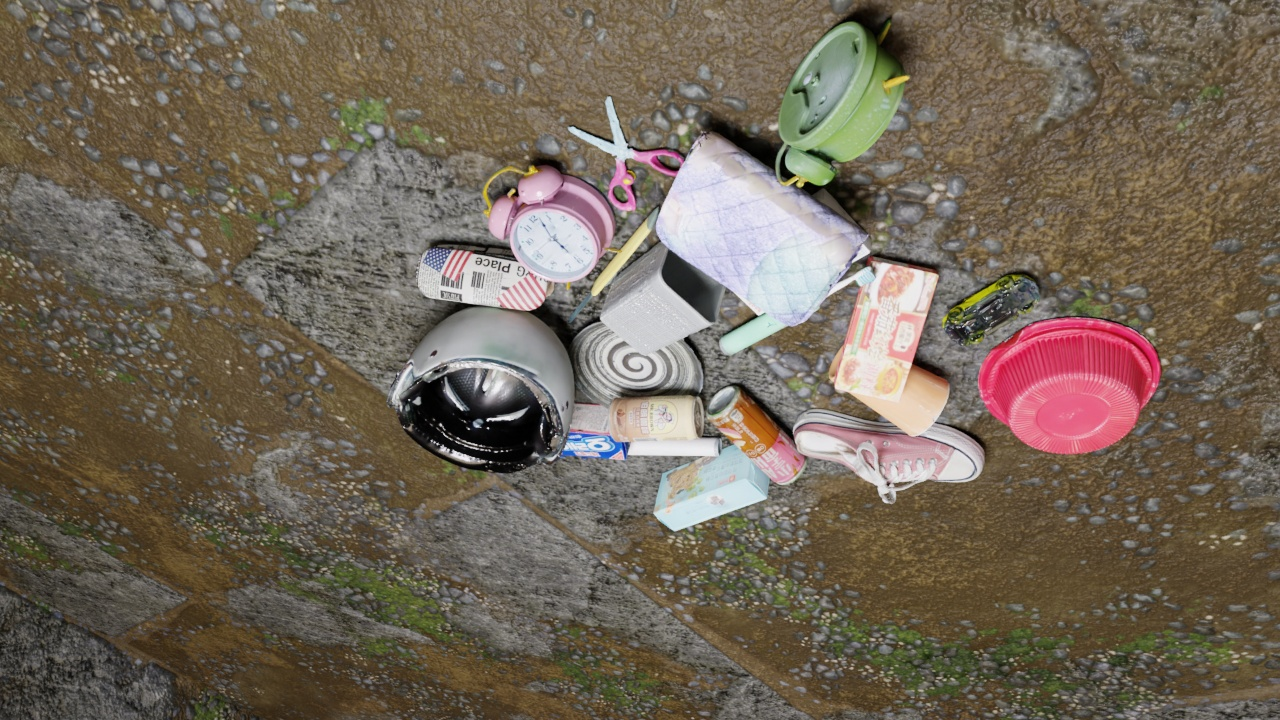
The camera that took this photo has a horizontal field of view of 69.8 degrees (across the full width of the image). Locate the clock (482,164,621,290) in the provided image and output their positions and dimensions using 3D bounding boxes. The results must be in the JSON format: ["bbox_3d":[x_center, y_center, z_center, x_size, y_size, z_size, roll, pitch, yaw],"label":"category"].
[{"bbox_3d":[-0.104,-0.155,1.019,0.158,0.059,0.117,41,131,-22],"label":"clock"}]

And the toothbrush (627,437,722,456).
[{"bbox_3d":[0.004,0.120,1.292,0.221,0.026,0.026,-1,95,18],"label":"toothbrush"}]

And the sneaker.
[{"bbox_3d":[0.311,0.127,1.162,0.241,0.087,0.118,11,136,7],"label":"sneaker"}]

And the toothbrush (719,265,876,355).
[{"bbox_3d":[0.174,-0.057,1.045,0.225,0.026,0.027,-30,95,44],"label":"toothbrush"}]

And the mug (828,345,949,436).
[{"bbox_3d":[0.289,0.026,1.081,0.123,0.078,0.078,30,135,-6],"label":"mug"}]

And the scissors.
[{"bbox_3d":[-0.011,-0.216,0.964,0.130,0.017,0.133,1,131,19],"label":"scissors"}]

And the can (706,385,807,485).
[{"bbox_3d":[0.152,0.098,1.196,0.058,0.057,0.147,-29,117,37],"label":"can"}]

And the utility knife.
[{"bbox_3d":[-0.038,-0.105,1.074,0.022,0.030,0.221,32,136,-19],"label":"utility knife"}]

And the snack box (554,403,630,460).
[{"bbox_3d":[-0.114,0.095,1.278,0.208,0.058,0.057,3,135,14],"label":"snack box"}]

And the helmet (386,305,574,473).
[{"bbox_3d":[-0.186,0.023,1.157,0.230,0.156,0.275,21,150,-9],"label":"helmet"}]

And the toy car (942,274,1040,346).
[{"bbox_3d":[0.379,-0.058,0.995,0.105,0.032,0.048,-35,117,27],"label":"toy car"}]

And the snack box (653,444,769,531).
[{"bbox_3d":[0.100,0.175,1.284,0.175,0.074,0.051,-28,121,36],"label":"snack box"}]

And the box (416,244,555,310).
[{"bbox_3d":[-0.187,-0.097,1.087,0.163,0.083,0.075,10,126,9],"label":"box"}]

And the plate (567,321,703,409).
[{"bbox_3d":[-0.007,0.007,1.183,0.179,0.024,0.180,7,135,7],"label":"plate"}]

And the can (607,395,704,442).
[{"bbox_3d":[0.020,0.075,1.183,0.116,0.058,0.058,-3,133,18],"label":"can"}]

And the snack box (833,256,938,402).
[{"bbox_3d":[0.269,-0.033,1.011,0.075,0.025,0.153,13,110,5],"label":"snack box"}]

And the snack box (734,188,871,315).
[{"bbox_3d":[0.163,-0.115,1.004,0.084,0.026,0.157,40,132,-23],"label":"snack box"}]

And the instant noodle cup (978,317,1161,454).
[{"bbox_3d":[0.486,0.042,1.041,0.194,0.065,0.194,9,136,9],"label":"instant noodle cup"}]

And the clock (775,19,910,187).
[{"bbox_3d":[0.171,-0.225,0.828,0.056,0.116,0.162,23,135,-22],"label":"clock"}]

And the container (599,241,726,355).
[{"bbox_3d":[0.023,-0.072,1.047,0.090,0.090,0.115,40,135,-22],"label":"container"}]

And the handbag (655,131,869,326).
[{"bbox_3d":[0.118,-0.133,0.932,0.194,0.075,0.134,35,145,4],"label":"handbag"}]
